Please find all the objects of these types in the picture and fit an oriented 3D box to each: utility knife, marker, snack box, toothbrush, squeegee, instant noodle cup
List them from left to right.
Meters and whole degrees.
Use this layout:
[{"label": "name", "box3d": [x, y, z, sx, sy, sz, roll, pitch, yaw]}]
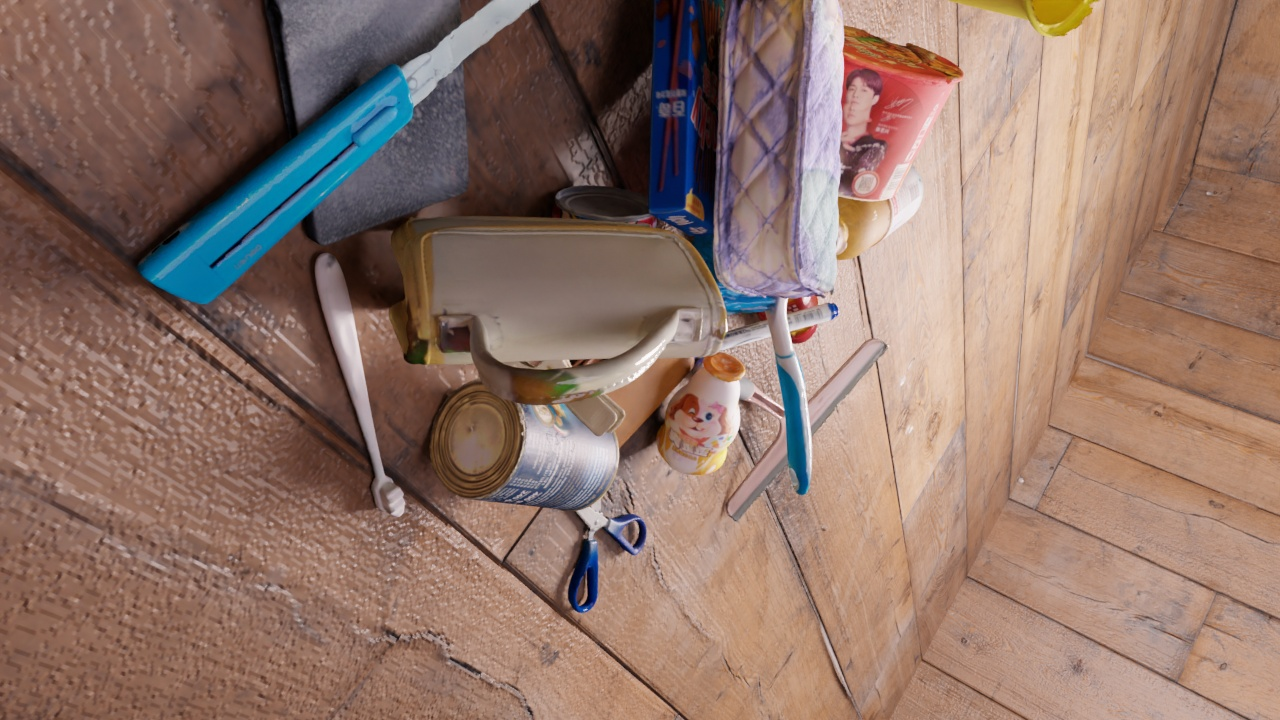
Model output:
[{"label": "toothbrush", "box3d": [-0.154, 0.020, 0.509, 0.016, 0.016, 0.180, -39, 140, -39]}, {"label": "utility knife", "box3d": [-0.126, -0.112, 0.423, 0.238, 0.018, 0.034, -46, 142, -13]}, {"label": "snack box", "box3d": [0.032, -0.164, 0.584, 0.084, 0.026, 0.157, 5, 86, -70]}, {"label": "squeegee", "box3d": [0.107, 0.033, 0.886, 0.248, 0.040, 0.249, -50, 144, 8]}, {"label": "marker", "box3d": [0.106, -0.027, 0.796, 0.145, 0.017, 0.017, -16, 129, -15]}, {"label": "instant noodle cup", "box3d": [0.173, -0.199, 0.741, 0.137, 0.138, 0.109, -24, 138, -47]}]

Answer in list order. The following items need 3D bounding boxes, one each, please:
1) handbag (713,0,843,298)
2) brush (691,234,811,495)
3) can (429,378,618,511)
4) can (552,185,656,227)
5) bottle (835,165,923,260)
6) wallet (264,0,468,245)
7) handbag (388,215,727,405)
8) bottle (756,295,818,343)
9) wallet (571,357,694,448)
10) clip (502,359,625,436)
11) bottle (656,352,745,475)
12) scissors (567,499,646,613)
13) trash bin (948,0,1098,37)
[{"label": "handbag", "box3d": [0.089, -0.139, 0.591, 0.134, 0.076, 0.194, 3, 90, -68]}, {"label": "brush", "box3d": [0.094, -0.039, 0.710, 0.109, 0.060, 0.315, -3, 104, -21]}, {"label": "can", "box3d": [-0.074, 0.057, 0.597, 0.111, 0.075, 0.075, 22, 93, -58]}, {"label": "can", "box3d": [-0.027, -0.059, 0.595, 0.066, 0.066, 0.094, -25, 131, -47]}, {"label": "bottle", "box3d": [0.194, -0.133, 0.818, 0.189, 0.068, 0.068, -34, 137, -49]}, {"label": "wallet", "box3d": [-0.128, -0.124, 0.448, 0.097, 0.019, 0.121, -31, 136, -39]}, {"label": "handbag", "box3d": [-0.038, -0.029, 0.461, 0.163, 0.178, 0.063, -2, 112, -20]}, {"label": "bottle", "box3d": [0.121, -0.070, 0.815, 0.057, 0.057, 0.175, -58, 148, -12]}, {"label": "wallet", "box3d": [-0.004, 0.004, 0.702, 0.130, 0.035, 0.119, -45, 143, -32]}, {"label": "clip", "box3d": [-0.053, 0.009, 0.570, 0.034, 0.100, 0.071, -47, 176, 2]}, {"label": "bottle", "box3d": [0.054, 0.045, 0.775, 0.063, 0.063, 0.109, -26, 145, -46]}, {"label": "scissors", "box3d": [-0.038, 0.147, 0.775, 0.162, 0.012, 0.164, 18, 95, -57]}, {"label": "trash bin", "box3d": [0.119, -0.303, 0.461, 0.228, 0.255, 0.230, -34, 136, -40]}]
